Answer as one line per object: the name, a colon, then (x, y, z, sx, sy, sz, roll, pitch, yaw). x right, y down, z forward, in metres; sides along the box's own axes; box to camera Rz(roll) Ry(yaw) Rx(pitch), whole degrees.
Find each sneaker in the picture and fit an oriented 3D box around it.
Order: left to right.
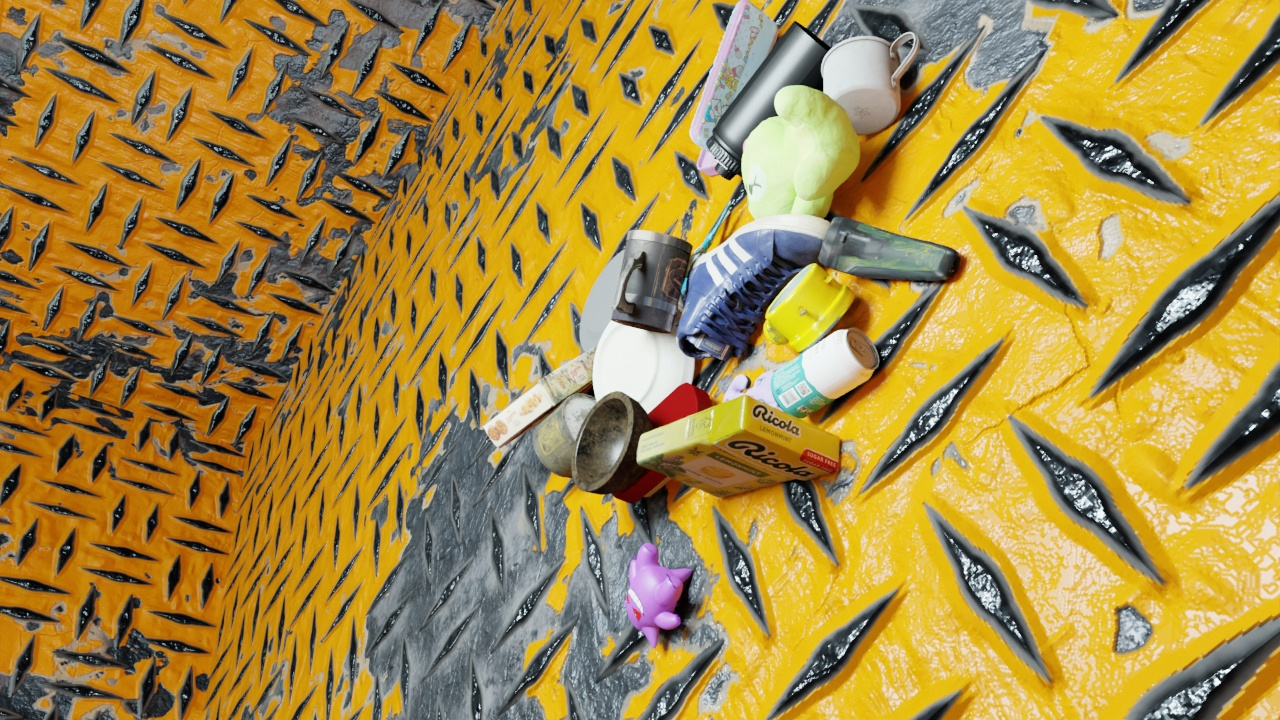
sneaker: (0.115, -0.070, 1.015, 0.234, 0.091, 0.118, -16, 51, 55)

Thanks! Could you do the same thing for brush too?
brush: (0.027, 0.101, 1.081, 0.174, 0.041, 0.082, -44, 35, 33)

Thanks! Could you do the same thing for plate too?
plate: (-0.045, -0.092, 1.379, 0.179, 0.012, 0.178, -39, 38, 39)
plate: (-0.007, 0.007, 1.166, 0.183, 0.034, 0.182, -13, 72, 46)

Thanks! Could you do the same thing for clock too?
clock: (0.167, -0.051, 0.935, 0.083, 0.057, 0.119, -50, 3, -12)

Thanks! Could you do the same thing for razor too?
razor: (0.233, -0.104, 0.876, 0.151, 0.067, 0.054, 24, 94, 53)

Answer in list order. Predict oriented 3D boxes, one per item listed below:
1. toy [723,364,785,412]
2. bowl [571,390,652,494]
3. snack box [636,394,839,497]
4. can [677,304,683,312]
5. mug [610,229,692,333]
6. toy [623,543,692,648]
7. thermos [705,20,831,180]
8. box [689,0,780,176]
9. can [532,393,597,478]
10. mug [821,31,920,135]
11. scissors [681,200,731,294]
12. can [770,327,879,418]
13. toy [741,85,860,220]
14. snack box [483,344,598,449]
toy: (0.122, 0.042, 0.976, 0.100, 0.036, 0.080, -39, 39, 42)
bowl: (-0.023, 0.102, 1.060, 0.122, 0.056, 0.121, -39, 38, 39)
snack box: (0.089, 0.092, 0.906, 0.181, 0.121, 0.045, -25, 47, 51)
can: (0.023, -0.039, 1.199, 0.080, 0.038, 0.038, -45, 35, 32)
mug: (0.004, -0.095, 1.079, 0.080, 0.115, 0.107, 11, 86, 28)
toy: (0.016, 0.251, 0.977, 0.088, 0.055, 0.106, -61, 39, 15)
thermos: (0.158, -0.306, 1.128, 0.199, 0.086, 0.086, -50, 32, 26)
box: (0.113, -0.368, 1.244, 0.090, 0.091, 0.214, 3, 71, 59)
can: (-0.087, 0.101, 1.222, 0.075, 0.089, 0.089, -40, 37, 38)
mug: (0.248, -0.299, 0.980, 0.113, 0.084, 0.070, -23, 51, 44)
scissors: (0.083, -0.141, 1.180, 0.139, 0.013, 0.118, -58, -9, -29)
can: (0.177, 0.013, 0.888, 0.102, 0.055, 0.054, -38, 39, 40)
toy: (0.172, -0.211, 0.998, 0.197, 0.107, 0.150, 146, 110, -86)
snack box: (-0.129, 0.052, 1.295, 0.144, 0.041, 0.146, -38, -3, 39)
